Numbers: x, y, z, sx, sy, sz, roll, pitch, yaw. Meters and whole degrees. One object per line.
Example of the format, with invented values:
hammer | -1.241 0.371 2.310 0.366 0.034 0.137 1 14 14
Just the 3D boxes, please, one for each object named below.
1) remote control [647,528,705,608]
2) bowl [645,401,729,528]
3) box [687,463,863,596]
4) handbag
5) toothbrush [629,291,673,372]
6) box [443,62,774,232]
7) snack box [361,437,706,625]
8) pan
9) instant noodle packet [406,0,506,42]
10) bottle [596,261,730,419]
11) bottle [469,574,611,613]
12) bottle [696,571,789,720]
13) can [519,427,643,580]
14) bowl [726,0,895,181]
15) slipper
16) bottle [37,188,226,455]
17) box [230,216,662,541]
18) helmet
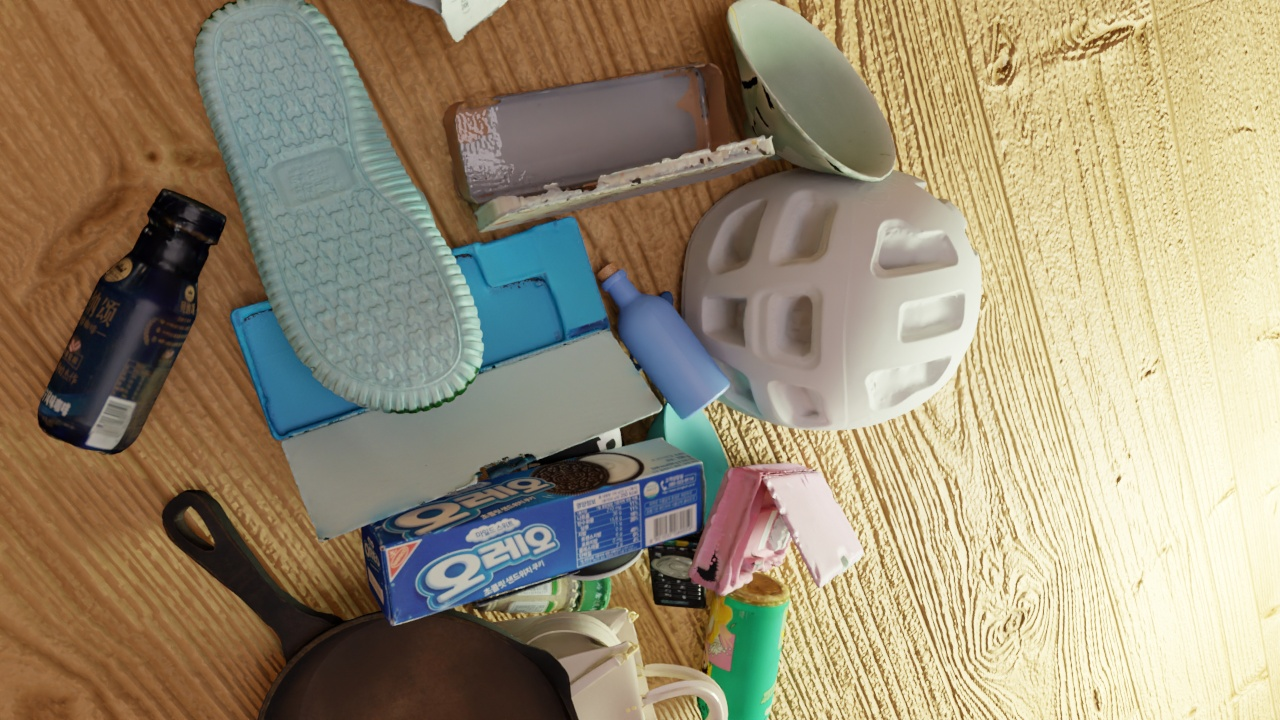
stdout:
remote control | 0.030 0.166 0.744 0.045 0.021 0.141 3 144 6
bowl | 0.029 0.090 0.741 0.046 0.120 0.121 -22 118 22
box | 0.125 0.135 0.719 0.099 0.099 0.232 -68 159 1
handbag | -0.032 0.279 0.708 0.198 0.101 0.195 -13 110 4
toothbrush | -0.004 0.004 0.735 0.021 0.016 0.132 25 90 -3
box | -0.025 -0.159 0.654 0.216 0.095 0.107 -17 84 -23
snack box | -0.064 0.107 0.607 0.226 0.059 0.059 -12 111 -27
pan | -0.188 0.223 0.626 0.249 0.043 0.356 -40 95 8
instant noodle packet | -0.074 -0.318 0.557 0.147 0.057 0.268 56 50 -30
bottle | 0.012 -0.019 0.704 0.048 0.048 0.131 -37 89 -15
bottle | -0.079 0.179 0.722 0.109 0.043 0.043 7 98 -28
bottle | 0.085 0.297 0.821 0.068 0.068 0.210 3 100 -28
can | -0.047 0.085 0.695 0.080 0.080 0.146 -22 111 -22
bowl | 0.117 -0.194 0.717 0.174 0.068 0.173 24 47 -28
slipper | -0.191 -0.093 0.576 0.115 0.070 0.276 -24 92 -16
bottle | -0.301 -0.024 0.550 0.056 0.056 0.160 26 89 -30
box | -0.128 0.008 0.626 0.243 0.064 0.174 -20 74 -23
helmet | 0.180 -0.050 0.773 0.281 0.184 0.224 -9 111 -47
